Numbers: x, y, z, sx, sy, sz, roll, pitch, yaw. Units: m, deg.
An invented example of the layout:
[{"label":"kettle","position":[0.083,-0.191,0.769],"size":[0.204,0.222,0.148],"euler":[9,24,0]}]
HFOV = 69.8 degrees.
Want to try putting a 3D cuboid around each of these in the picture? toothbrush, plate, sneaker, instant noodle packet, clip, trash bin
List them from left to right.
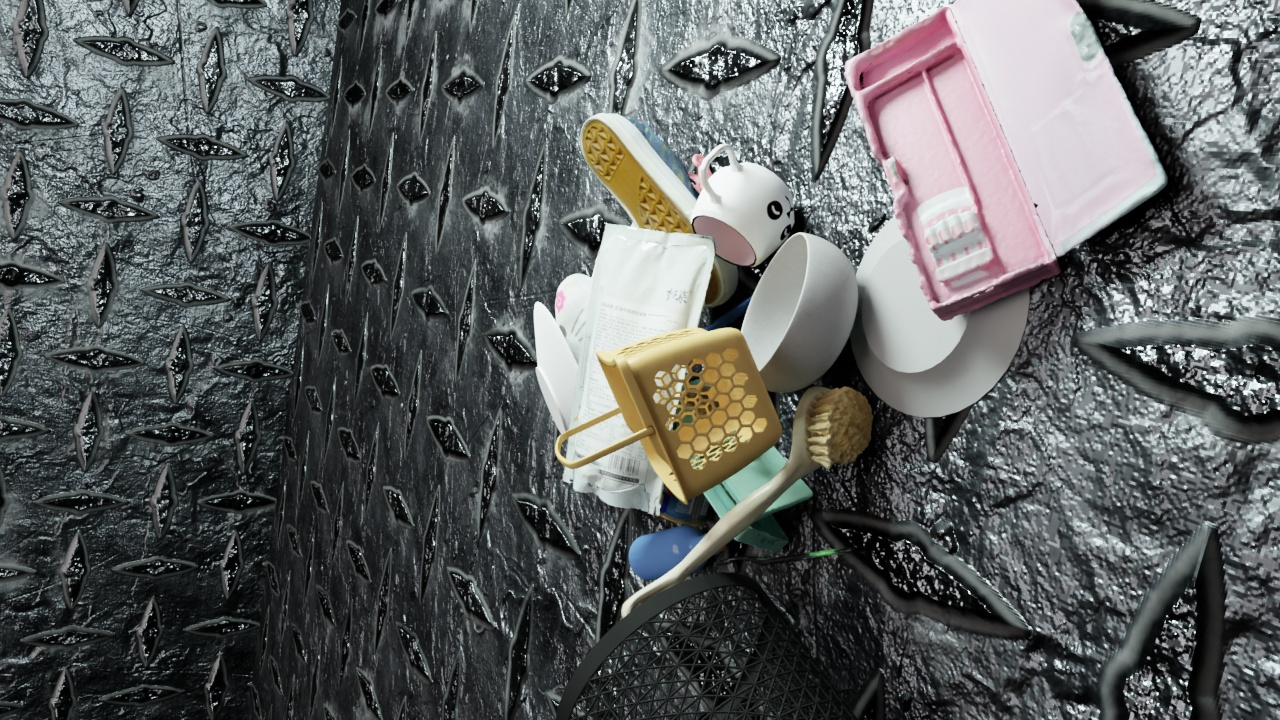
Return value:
[{"label":"plate","position":[-0.091,0.044,1.067],"size":[0.230,0.030,0.229],"euler":[157,90,-78]},{"label":"instant noodle packet","position":[-0.005,0.005,0.899],"size":[0.147,0.057,0.269],"euler":[15,95,40]},{"label":"sneaker","position":[0.034,-0.164,0.942],"size":[0.235,0.079,0.088],"euler":[55,141,9]},{"label":"clip","position":[0.068,-0.193,0.968],"size":[0.035,0.022,0.057],"euler":[-54,48,35]},{"label":"toothbrush","position":[0.089,-0.047,0.914],"size":[0.191,0.017,0.016],"euler":[-38,53,50]},{"label":"trash bin","position":[0.087,0.326,0.701],"size":[0.243,0.216,0.217],"euler":[43,122,44]},{"label":"toothbrush","position":[0.126,0.181,0.827],"size":[0.188,0.014,0.017],"euler":[-25,78,54]},{"label":"plate","position":[0.217,-0.043,0.708],"size":[0.173,0.019,0.172],"euler":[-13,74,57]}]

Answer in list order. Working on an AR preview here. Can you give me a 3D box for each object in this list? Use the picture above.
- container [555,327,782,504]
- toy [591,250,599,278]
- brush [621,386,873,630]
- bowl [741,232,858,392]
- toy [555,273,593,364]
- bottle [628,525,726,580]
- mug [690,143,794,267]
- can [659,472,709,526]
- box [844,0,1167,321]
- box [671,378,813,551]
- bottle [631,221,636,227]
[{"label":"container","position":[0.009,0.048,0.758],"size":[0.183,0.167,0.129],"euler":[-164,50,-82]},{"label":"toy","position":[-0.030,-0.101,1.089],"size":[0.112,0.050,0.087],"euler":[51,128,55]},{"label":"brush","position":[0.085,0.123,0.755],"size":[0.272,0.062,0.077],"euler":[-45,12,1]},{"label":"bowl","position":[0.139,-0.035,0.773],"size":[0.132,0.064,0.132],"euler":[-161,91,-80]},{"label":"toy","position":[-0.033,0.002,1.030],"size":[0.138,0.085,0.209],"euler":[92,154,-52]},{"label":"bottle","position":[0.041,0.192,0.928],"size":[0.131,0.048,0.048],"euler":[-29,61,53]},{"label":"mug","position":[0.090,-0.147,0.837],"size":[0.090,0.124,0.076],"euler":[22,69,42]},{"label":"can","position":[0.034,0.125,0.941],"size":[0.100,0.054,0.059],"euler":[23,98,58]},{"label":"box","position":[0.249,-0.164,0.650],"size":[0.181,0.055,0.232],"euler":[-32,58,41]},{"label":"box","position":[0.085,0.082,0.860],"size":[0.079,0.077,0.188],"euler":[-52,41,17]},{"label":"bottle","position":[0.016,-0.164,1.027],"size":[0.042,0.042,0.110],"euler":[55,132,46]}]
